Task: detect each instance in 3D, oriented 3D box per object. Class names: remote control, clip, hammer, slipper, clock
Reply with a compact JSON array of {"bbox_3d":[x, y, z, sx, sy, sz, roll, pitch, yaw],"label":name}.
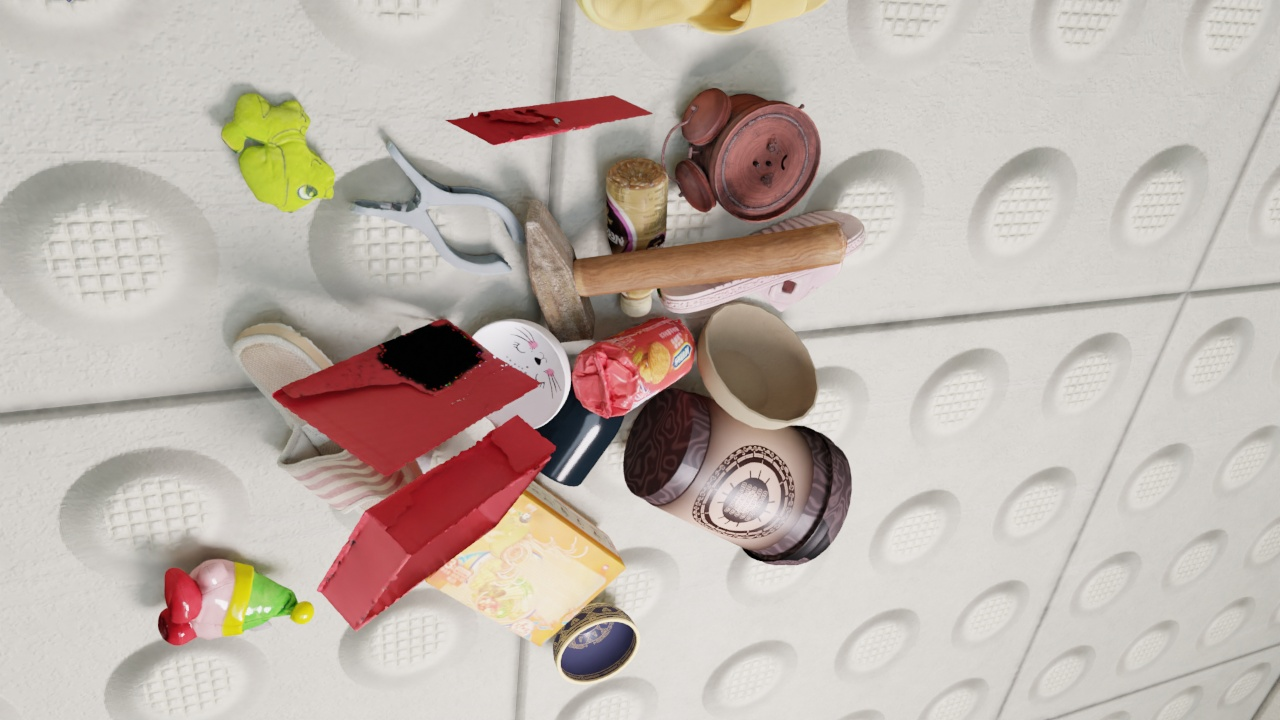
[{"bbox_3d":[-0.235,0.091,0.967,0.033,0.012,0.131,6,117,-26],"label":"remote control"},{"bbox_3d":[-0.256,0.020,0.892,0.056,0.056,0.102,45,96,-6],"label":"clip"},{"bbox_3d":[0.042,-0.097,0.869,0.301,0.037,0.158,-6,137,10],"label":"hammer"},{"bbox_3d":[0.072,-0.340,0.803,0.263,0.078,0.100,-13,123,-17],"label":"slipper"},{"bbox_3d":[-0.300,0.077,0.881,0.115,0.052,0.263,-10,128,22],"label":"slipper"},{"bbox_3d":[0.134,-0.091,0.979,0.239,0.094,0.064,-20,123,-10],"label":"slipper"},{"bbox_3d":[-0.168,-0.147,0.841,0.163,0.028,0.112,23,106,-35],"label":"clip"},{"bbox_3d":[0.096,-0.204,0.902,0.157,0.072,0.121,-6,122,-23],"label":"clock"}]

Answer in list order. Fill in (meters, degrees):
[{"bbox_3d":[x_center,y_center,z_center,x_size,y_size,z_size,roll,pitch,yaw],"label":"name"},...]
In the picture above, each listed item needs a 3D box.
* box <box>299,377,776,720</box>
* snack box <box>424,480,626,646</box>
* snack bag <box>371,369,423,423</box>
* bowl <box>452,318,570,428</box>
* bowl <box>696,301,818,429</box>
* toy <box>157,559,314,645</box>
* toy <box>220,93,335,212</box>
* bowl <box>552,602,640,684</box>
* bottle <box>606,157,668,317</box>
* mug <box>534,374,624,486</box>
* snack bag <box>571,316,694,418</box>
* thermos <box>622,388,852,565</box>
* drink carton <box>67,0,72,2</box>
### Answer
[{"bbox_3d":[-0.094,0.194,0.816,0.198,0.351,0.216,-56,168,33],"label":"box"},{"bbox_3d":[-0.137,0.222,1.053,0.145,0.080,0.195,-43,127,4],"label":"snack box"},{"bbox_3d":[-0.259,0.050,0.923,0.026,0.020,0.099,43,96,-12],"label":"snack bag"},{"bbox_3d":[-0.119,0.009,0.928,0.115,0.050,0.115,6,108,18],"label":"bowl"},{"bbox_3d":[0.122,0.013,1.020,0.152,0.152,0.051,9,146,-30],"label":"bowl"},{"bbox_3d":[-0.416,0.256,0.941,0.131,0.097,0.124,-8,132,-44],"label":"toy"},{"bbox_3d":[-0.298,-0.169,0.760,0.094,0.036,0.094,7,109,-30],"label":"toy"},{"bbox_3d":[-0.064,0.355,1.184,0.112,0.061,0.113,-12,124,-19],"label":"bowl"},{"bbox_3d":[-0.004,-0.117,0.920,0.059,0.059,0.166,-15,134,-17],"label":"bottle"},{"bbox_3d":[-0.088,0.063,0.985,0.121,0.085,0.094,34,102,-7],"label":"mug"},{"bbox_3d":[-0.006,0.006,0.950,0.176,0.082,0.082,-27,141,-60],"label":"snack bag"},{"bbox_3d":[0.108,0.131,1.067,0.226,0.172,0.173,24,107,-28],"label":"thermos"},{"bbox_3d":[-0.418,-0.309,0.610,0.064,0.040,0.130,-43,128,5],"label":"drink carton"}]
